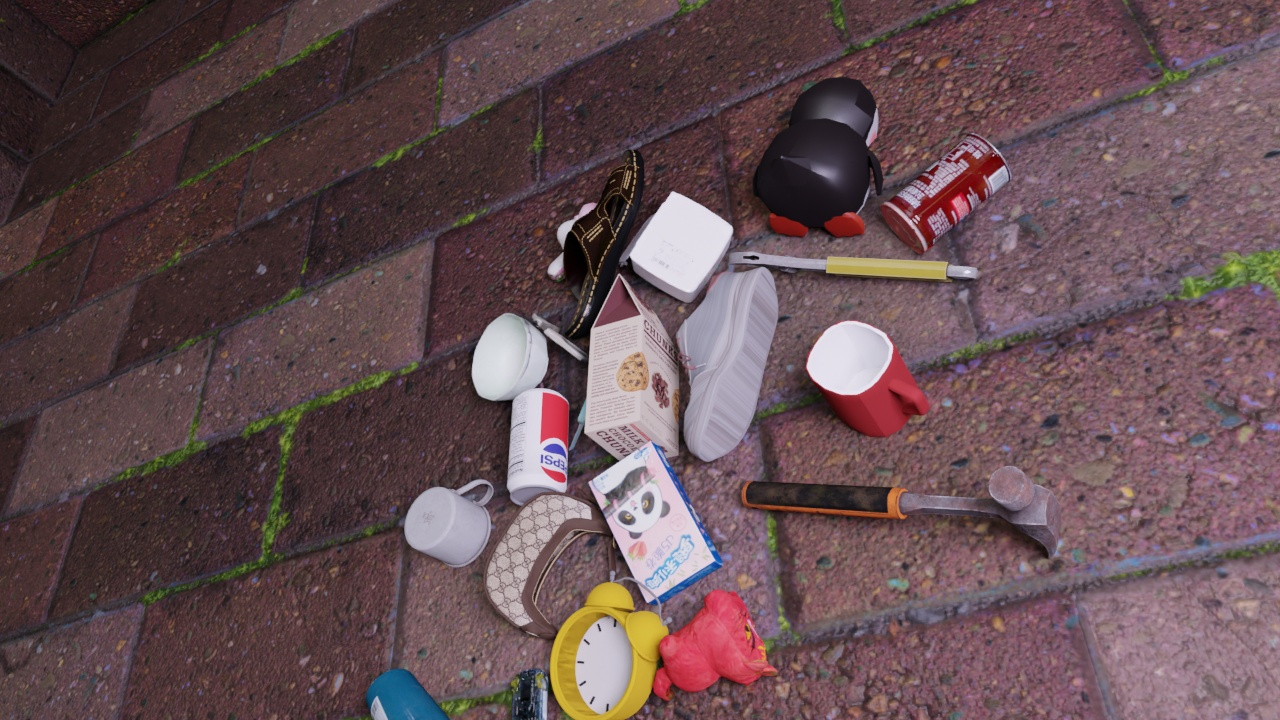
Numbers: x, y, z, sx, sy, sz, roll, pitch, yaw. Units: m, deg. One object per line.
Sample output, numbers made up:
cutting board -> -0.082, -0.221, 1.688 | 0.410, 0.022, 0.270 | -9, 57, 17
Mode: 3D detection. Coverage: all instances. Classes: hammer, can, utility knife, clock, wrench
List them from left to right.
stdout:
can -> -0.123, 0.105, 1.109 | 0.070, 0.070, 0.131 | -17, 54, 23
utility knife -> -0.062, 0.047, 1.144 | 0.022, 0.015, 0.141 | -4, 58, 56
clock -> -0.031, 0.296, 0.934 | 0.113, 0.052, 0.152 | 29, 92, 43
wrench -> 0.231, -0.104, 1.019 | 0.274, 0.083, 0.018 | 6, 91, 29
hammer -> 0.231, 0.137, 0.858 | 0.315, 0.137, 0.035 | -5, 58, 46

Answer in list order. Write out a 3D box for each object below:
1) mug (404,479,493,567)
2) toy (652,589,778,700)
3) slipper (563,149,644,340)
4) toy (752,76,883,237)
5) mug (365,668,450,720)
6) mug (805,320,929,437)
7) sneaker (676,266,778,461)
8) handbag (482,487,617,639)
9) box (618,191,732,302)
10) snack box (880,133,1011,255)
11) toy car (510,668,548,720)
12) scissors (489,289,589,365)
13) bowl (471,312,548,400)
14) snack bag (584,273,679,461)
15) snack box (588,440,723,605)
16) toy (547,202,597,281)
mug -> -0.229, 0.191, 1.124 | 0.084, 0.070, 0.113 | 21, 76, 39
toy -> 0.064, 0.292, 0.875 | 0.133, 0.088, 0.094 | -48, 65, 14
slipper -> -0.059, -0.156, 1.190 | 0.113, 0.075, 0.267 | 151, 138, -70
toy -> 0.213, -0.258, 1.074 | 0.159, 0.140, 0.183 | 6, 65, 35
mug -> -0.252, 0.399, 1.007 | 0.078, 0.078, 0.121 | -52, 44, -6
mug -> 0.235, 0.026, 0.912 | 0.116, 0.096, 0.080 | 31, 81, 41
sneaker -> 0.080, 0.001, 1.030 | 0.090, 0.099, 0.235 | 3, 62, 37
handbag -> -0.091, 0.227, 1.029 | 0.138, 0.063, 0.166 | 26, 72, 23
box -> 0.028, -0.142, 1.177 | 0.152, 0.132, 0.107 | 31, 78, 9
snack box -> 0.332, -0.181, 0.999 | 0.121, 0.072, 0.072 | -40, 48, 4
toy car -> -0.115, 0.371, 0.965 | 0.039, 0.027, 0.089 | -17, 53, 20
scissors -> -0.122, -0.042, 1.167 | 0.012, 0.171, 0.157 | -52, 9, 3
bowl -> -0.161, 0.002, 1.196 | 0.118, 0.061, 0.117 | -20, 61, 41
snack bag -> -0.006, 0.006, 1.080 | 0.070, 0.094, 0.206 | -14, 55, 25
snack box -> 0.014, 0.174, 0.985 | 0.088, 0.033, 0.154 | -35, 61, 10
toy -> -0.083, -0.163, 1.274 | 0.079, 0.038, 0.122 | 15, 80, 34
